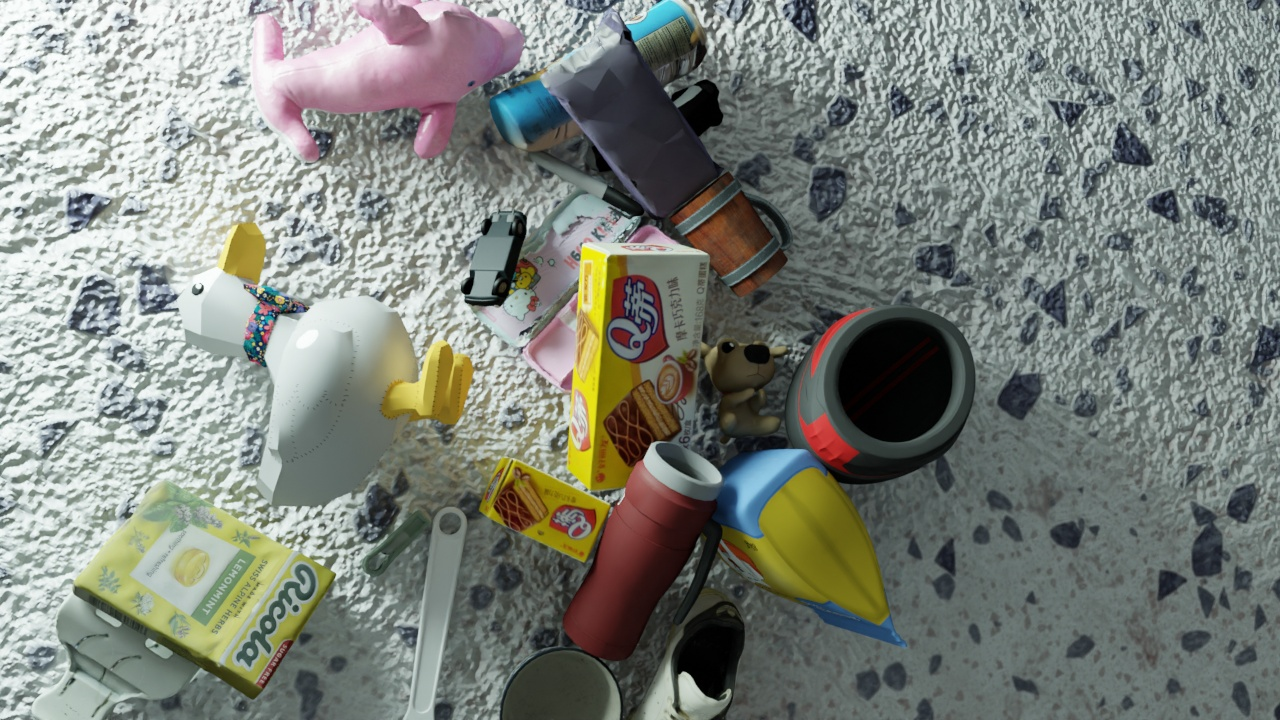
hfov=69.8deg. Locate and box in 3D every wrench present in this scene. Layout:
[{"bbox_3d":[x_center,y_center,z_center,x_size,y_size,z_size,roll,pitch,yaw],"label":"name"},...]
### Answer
[{"bbox_3d":[-0.200,0.276,0.872,0.066,0.018,0.273,10,80,-14],"label":"wrench"}]

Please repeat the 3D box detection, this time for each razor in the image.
[{"bbox_3d":[0.013,-0.241,0.970,0.156,0.057,0.060,-35,49,-14],"label":"razor"}]

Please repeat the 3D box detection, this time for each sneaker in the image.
[{"bbox_3d":[0.044,0.342,0.884,0.089,0.102,0.241,26,79,-11],"label":"sneaker"}]

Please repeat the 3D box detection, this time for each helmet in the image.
[{"bbox_3d":[0.240,0.036,0.934,0.264,0.170,0.164,-36,81,-27],"label":"helmet"}]

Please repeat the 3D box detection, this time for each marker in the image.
[{"bbox_3d":[-0.058,-0.182,0.948,0.138,0.016,0.022,29,90,7],"label":"marker"}]

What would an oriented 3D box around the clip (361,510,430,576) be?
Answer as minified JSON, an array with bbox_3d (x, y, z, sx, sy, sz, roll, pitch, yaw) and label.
[{"bbox_3d":[-0.233,0.174,0.870,0.023,0.035,0.074,47,69,-4],"label":"clip"}]

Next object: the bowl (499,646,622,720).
[{"bbox_3d":[-0.080,0.328,0.875,0.115,0.059,0.115,2,83,-15],"label":"bowl"}]

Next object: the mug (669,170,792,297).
[{"bbox_3d":[0.106,-0.140,0.976,0.111,0.082,0.117,51,54,-8],"label":"mug"}]

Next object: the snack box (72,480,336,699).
[{"bbox_3d":[-0.374,0.193,0.795,0.181,0.045,0.121,34,46,-9],"label":"snack box"}]

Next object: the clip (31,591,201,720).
[{"bbox_3d":[-0.445,0.251,0.781,0.126,0.092,0.151,37,66,-5],"label":"clip"}]

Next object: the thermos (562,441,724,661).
[{"bbox_3d":[0.011,0.185,0.859,0.108,0.083,0.199,31,106,18],"label":"thermos"}]

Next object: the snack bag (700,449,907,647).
[{"bbox_3d":[0.158,0.192,0.903,0.102,0.159,0.205,-40,96,-18],"label":"snack bag"}]

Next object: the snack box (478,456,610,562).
[{"bbox_3d":[-0.094,0.141,0.881,0.105,0.084,0.061,28,79,-11],"label":"snack box"}]

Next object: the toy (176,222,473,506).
[{"bbox_3d":[-0.293,0.008,0.822,0.267,0.141,0.246,9,82,4],"label":"toy"}]

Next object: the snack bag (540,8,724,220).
[{"bbox_3d":[-0.003,-0.231,0.903,0.096,0.058,0.205,-38,127,7],"label":"snack bag"}]

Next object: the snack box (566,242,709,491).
[{"bbox_3d":[-0.005,0.005,0.883,0.110,0.062,0.230,-2,106,-26],"label":"snack box"}]

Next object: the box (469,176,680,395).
[{"bbox_3d":[-0.058,-0.077,0.942,0.154,0.045,0.201,40,75,11],"label":"box"}]

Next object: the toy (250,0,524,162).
[{"bbox_3d":[-0.240,-0.293,0.870,0.265,0.128,0.186,-16,84,-8],"label":"toy"}]

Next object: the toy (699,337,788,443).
[{"bbox_3d":[0.101,0.025,0.944,0.134,0.106,0.108,6,71,-18],"label":"toy"}]

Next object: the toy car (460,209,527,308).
[{"bbox_3d":[-0.142,-0.100,0.905,0.046,0.034,0.112,3,63,18],"label":"toy car"}]

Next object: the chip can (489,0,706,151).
[{"bbox_3d":[-0.041,-0.290,0.948,0.229,0.080,0.080,-34,93,-14],"label":"chip can"}]
